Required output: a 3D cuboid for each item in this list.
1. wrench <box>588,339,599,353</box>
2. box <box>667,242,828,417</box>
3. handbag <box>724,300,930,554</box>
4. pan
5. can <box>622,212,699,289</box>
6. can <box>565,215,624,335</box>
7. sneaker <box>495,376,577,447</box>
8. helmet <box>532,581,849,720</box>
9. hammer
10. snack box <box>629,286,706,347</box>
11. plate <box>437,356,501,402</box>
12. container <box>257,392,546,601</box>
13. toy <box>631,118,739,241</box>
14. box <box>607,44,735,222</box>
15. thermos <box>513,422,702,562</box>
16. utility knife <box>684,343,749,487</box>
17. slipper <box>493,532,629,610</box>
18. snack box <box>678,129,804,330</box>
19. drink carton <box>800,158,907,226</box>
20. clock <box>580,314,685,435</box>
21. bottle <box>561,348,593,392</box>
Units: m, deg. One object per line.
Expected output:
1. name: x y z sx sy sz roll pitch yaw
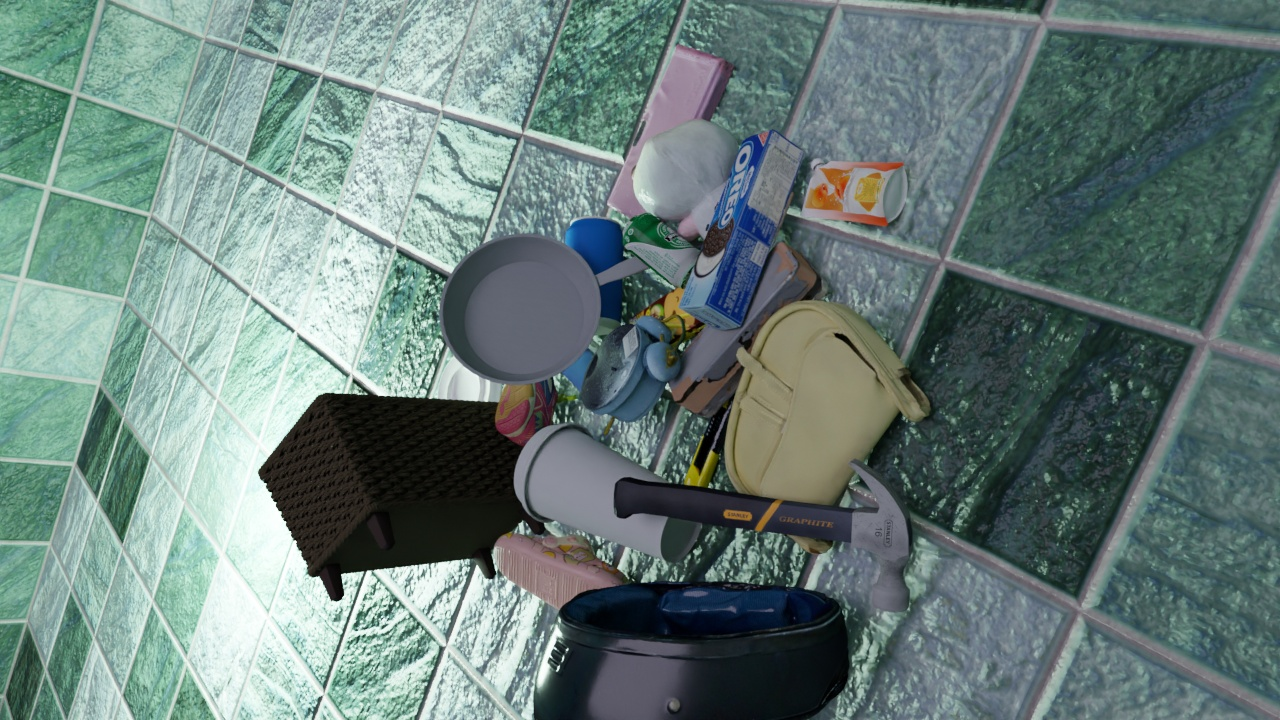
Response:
1. wrench: -0.102 -0.052 1.269 0.273 0.047 0.009 40 115 38
2. box: 0.114 -0.033 1.045 0.217 0.062 0.081 -49 31 20
3. handbag: 0.177 0.062 0.956 0.191 0.088 0.233 41 110 34
4. pan: -0.076 -0.090 1.149 0.356 0.051 0.200 -20 72 -4
5. can: 0.026 -0.133 1.104 0.101 0.053 0.053 41 110 17
6. can: -0.063 -0.111 1.219 0.079 0.078 0.146 -7 76 42
7. sneaker: -0.153 0.023 1.285 0.116 0.091 0.241 -30 42 28
8. helmet: 0.052 0.355 0.914 0.317 0.248 0.236 -4 91 17
9. hammer: 0.116 0.162 0.935 0.313 0.035 0.139 3 94 25
10. snack box: 0.051 -0.057 1.139 0.149 0.025 0.061 -31 62 34
11. plate: -0.269 0.049 1.419 0.157 0.014 0.156 -10 74 41
12. container: -0.295 0.181 1.217 0.177 0.320 0.205 -44 61 27
13. toy: 0.073 -0.208 1.110 0.139 0.101 0.179 -40 79 12
14. box: 0.038 -0.289 1.198 0.098 0.037 0.233 32 103 37
15. thermos: -0.037 0.164 1.114 0.222 0.131 0.131 19 94 36
16. utility knife: 0.099 0.057 1.076 0.029 0.020 0.213 23 94 43
17. slipper: -0.091 0.264 1.163 0.197 0.081 0.093 16 125 22
18. snack box: 0.115 -0.147 1.035 0.059 0.059 0.226 1 66 61
19. drink carton: 0.228 -0.186 1.002 0.122 0.038 0.069 17 93 49
20. clock: -0.006 0.006 1.097 0.162 0.060 0.118 -46 30 24
21. bottle: -0.053 0.033 1.200 0.131 0.048 0.048 42 109 40
